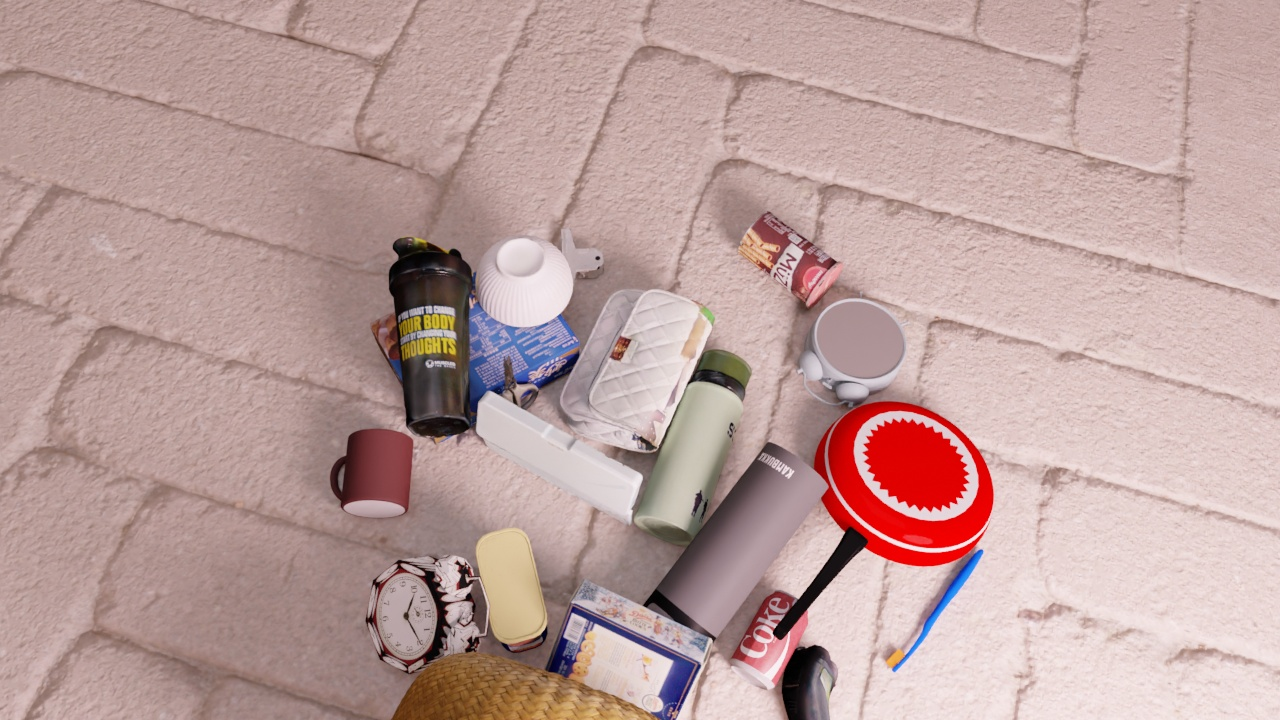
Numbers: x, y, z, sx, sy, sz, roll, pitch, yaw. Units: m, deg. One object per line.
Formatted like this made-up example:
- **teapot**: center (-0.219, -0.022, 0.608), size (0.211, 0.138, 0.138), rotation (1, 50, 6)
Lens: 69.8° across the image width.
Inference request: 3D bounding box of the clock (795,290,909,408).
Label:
- **clock**: center (0.264, -0.009, 1.152), size (0.122, 0.045, 0.159), rotation (35, 66, 14)

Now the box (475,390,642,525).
- **box**: center (-0.093, 0.117, 1.020), size (0.197, 0.135, 0.040), rotation (29, 55, 11)

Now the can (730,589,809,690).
- **can**: center (0.141, 0.301, 0.990), size (0.054, 0.054, 0.096), rotation (31, 66, 11)

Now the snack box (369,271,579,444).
- **snack box**: center (-0.198, -0.018, 1.116), size (0.202, 0.069, 0.155), rotation (-29, 69, -17)

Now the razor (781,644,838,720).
- **razor**: center (0.188, 0.377, 0.963), size (0.067, 0.054, 0.151), rotation (1, 68, -27)

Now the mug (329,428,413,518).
- **mug**: center (-0.312, 0.132, 1.044), size (0.106, 0.073, 0.082), rotation (-13, 62, 22)

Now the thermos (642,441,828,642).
- **thermos**: center (0.098, 0.207, 0.987), size (0.082, 0.082, 0.240), rotation (37, 81, 14)

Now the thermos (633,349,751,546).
- **thermos**: center (0.064, 0.095, 1.075), size (0.082, 0.082, 0.230), rotation (19, 65, 6)

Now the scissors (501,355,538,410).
- **scissors**: center (-0.140, 0.026, 1.048), size (0.012, 0.171, 0.120), rotation (44, 42, 17)

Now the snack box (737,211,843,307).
- **snack box**: center (0.194, -0.132, 1.193), size (0.121, 0.072, 0.072), rotation (39, 68, 15)

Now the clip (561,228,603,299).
- **clip**: center (-0.077, -0.131, 1.195), size (0.058, 0.050, 0.101), rotation (-7, 65, 7)

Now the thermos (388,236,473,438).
- **thermos**: center (-0.231, -0.028, 1.032), size (0.098, 0.098, 0.220), rotation (-6, 68, -6)

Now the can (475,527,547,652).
- **can**: center (-0.135, 0.248, 0.978), size (0.056, 0.092, 0.116), rotation (-13, 66, -10)

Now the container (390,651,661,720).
- **container**: center (-0.095, 0.389, 0.804), size (0.307, 0.308, 0.196), rotation (18, 60, 5)

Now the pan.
- **pan**: center (0.260, 0.175, 1.024), size (0.209, 0.067, 0.355), rotation (38, 55, 19)

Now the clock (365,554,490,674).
- **clock**: center (-0.209, 0.261, 0.956), size (0.155, 0.065, 0.114), rotation (-15, 77, 30)

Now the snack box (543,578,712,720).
- **snack box**: center (-0.020, 0.315, 0.930), size (0.145, 0.145, 0.042), rotation (24, 26, 7)

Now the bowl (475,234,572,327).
- **bowl**: center (-0.139, -0.105, 1.089), size (0.118, 0.062, 0.118), rotation (1, 63, -3)

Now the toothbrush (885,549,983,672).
- **toothbrush**: center (0.334, 0.278, 1.033), size (0.018, 0.016, 0.182), rotation (37, 68, 20)

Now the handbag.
- **handbag**: center (-0.007, 0.006, 1.096), size (0.139, 0.072, 0.194), rotation (13, 63, 22)
